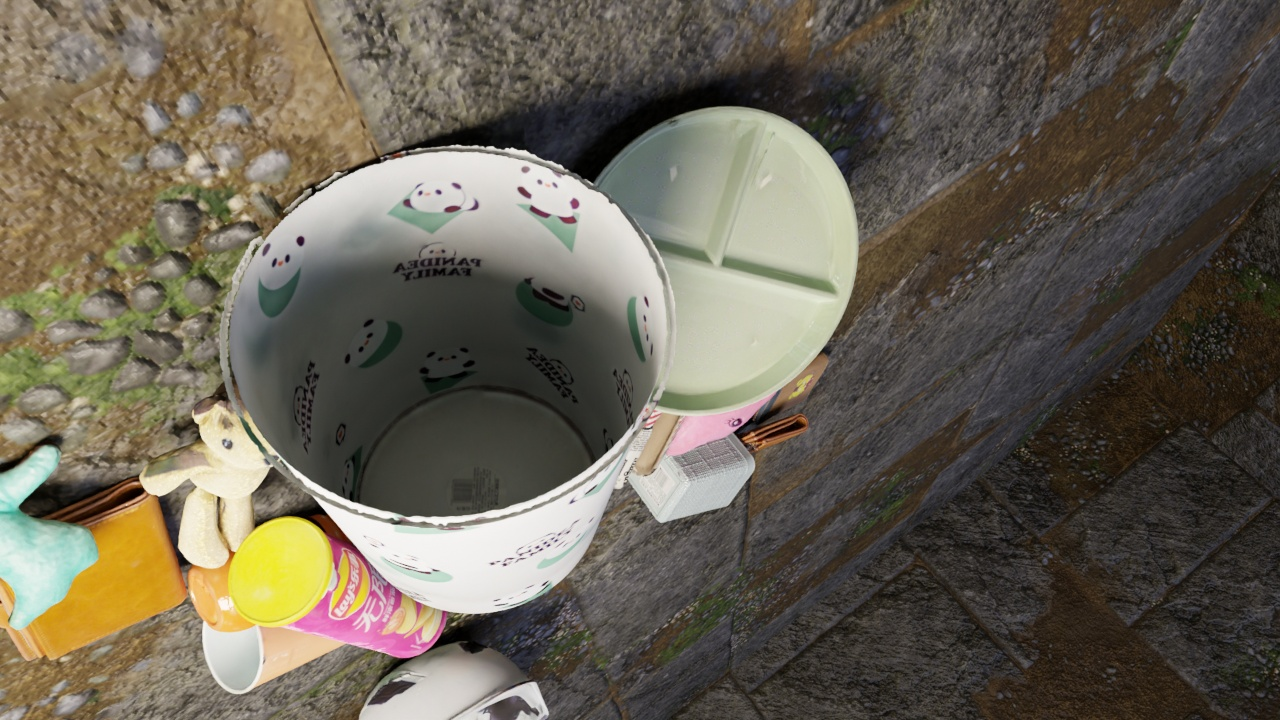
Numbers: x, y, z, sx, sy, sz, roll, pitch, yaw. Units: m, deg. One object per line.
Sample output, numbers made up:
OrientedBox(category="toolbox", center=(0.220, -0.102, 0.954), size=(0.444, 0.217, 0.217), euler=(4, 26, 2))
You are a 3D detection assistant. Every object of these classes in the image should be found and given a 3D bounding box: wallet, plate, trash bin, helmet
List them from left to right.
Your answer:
OrientedBox(category="wallet", center=(-0.365, 0.143, 0.594), size=(0.118, 0.035, 0.131), euler=(-21, 145, -31))
OrientedBox(category="helmet", center=(-0.238, 0.422, 1.079), size=(0.228, 0.146, 0.259), euler=(-21, 140, -37))
OrientedBox(category="trash bin", center=(-0.106, 0.037, 0.576), size=(0.229, 0.229, 0.252), euler=(-30, 157, -20))
OrientedBox(category="plate", center=(0.053, -0.069, 0.670), size=(0.230, 0.027, 0.230), euler=(-7, 113, -17))
OrientedBox(category="wallet", center=(0.130, 0.105, 1.147), size=(0.107, 0.031, 0.132), euler=(-12, 167, -42))
OrientedBox(category="wallet", center=(0.180, 0.036, 1.157), size=(0.115, 0.033, 0.090), euler=(-21, 148, -41))

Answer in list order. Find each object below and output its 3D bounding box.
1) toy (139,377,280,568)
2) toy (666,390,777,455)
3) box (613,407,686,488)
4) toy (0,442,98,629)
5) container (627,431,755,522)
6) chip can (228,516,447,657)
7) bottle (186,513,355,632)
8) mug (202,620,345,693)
OrientedBox(category="toy", center=(-0.262, 0.075, 0.588), size=(0.104, 0.066, 0.158), euler=(-19, 148, -47))
OrientedBox(category="toy", center=(0.092, 0.031, 0.976), size=(0.195, 0.074, 0.178), euler=(-49, 161, 16))
OrientedBox(category="box", center=(-0.008, 0.063, 0.911), size=(0.082, 0.075, 0.164), euler=(-33, 158, -43))
OrientedBox(category="toy", center=(-0.351, 0.095, 0.518), size=(0.096, 0.030, 0.092), euler=(-48, 124, -11))
OrientedBox(category="container", center=(0.054, 0.127, 1.069), size=(0.111, 0.090, 0.090), euler=(-10, 141, -41))
OrientedBox(category="chip can", center=(-0.216, 0.176, 0.687), size=(0.071, 0.071, 0.211), euler=(-37, 155, -6))
OrientedBox(category="bottle", center=(-0.268, 0.153, 0.714), size=(0.149, 0.067, 0.067), euler=(-24, 151, -45))
OrientedBox(category="mug", center=(-0.293, 0.223, 0.779), size=(0.078, 0.078, 0.122), euler=(-52, 157, 22))
